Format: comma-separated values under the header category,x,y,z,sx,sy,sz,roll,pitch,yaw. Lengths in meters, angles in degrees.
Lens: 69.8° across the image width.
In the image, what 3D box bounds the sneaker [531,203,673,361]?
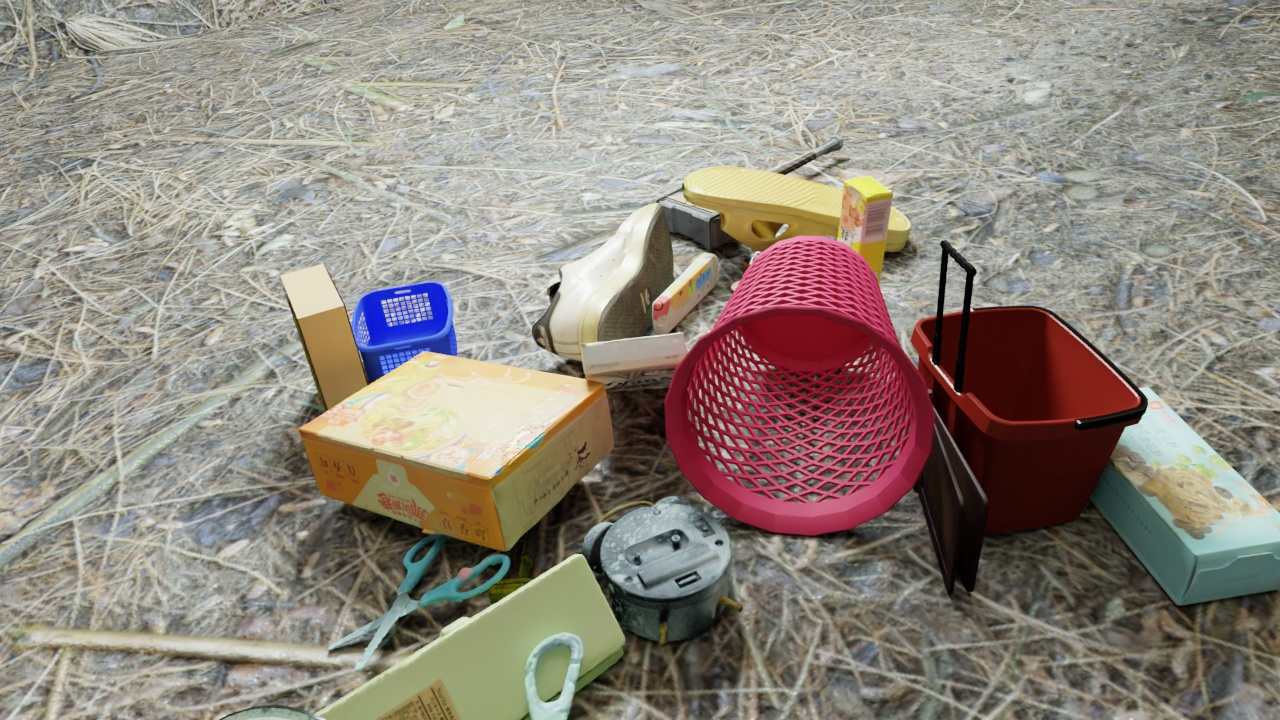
category,x,y,z,sx,sy,sz,roll,pitch,yaw
sneaker,-0.037,-0.077,0.938,0.102,0.089,0.240,-1,36,23

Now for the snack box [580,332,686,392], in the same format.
category,x,y,z,sx,sy,sz,roll,pitch,yaw
snack box,-0.005,0.005,0.773,0.082,0.026,0.150,-7,-8,0

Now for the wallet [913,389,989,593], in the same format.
category,x,y,z,sx,sy,sz,roll,pitch,yaw
wallet,0.210,0.090,0.640,0.018,0.092,0.115,-5,35,1

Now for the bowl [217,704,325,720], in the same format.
category,x,y,z,sx,sy,sz,roll,pitch,yaw
bowl,-0.206,0.249,0.447,0.158,0.038,0.157,-8,61,14

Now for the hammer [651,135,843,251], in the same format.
category,x,y,z,sx,sy,sz,roll,pitch,yaw
hammer,0.160,-0.228,1.157,0.321,0.044,0.098,-32,42,-33

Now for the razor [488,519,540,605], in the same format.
category,x,y,z,sx,sy,sz,roll,pitch,yaw
razor,-0.082,0.137,0.675,0.042,0.026,0.105,-5,30,4

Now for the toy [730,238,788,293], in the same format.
category,x,y,z,sx,sy,sz,roll,pitch,yaw
toy,0.140,-0.082,0.937,0.087,0.067,0.112,13,47,25

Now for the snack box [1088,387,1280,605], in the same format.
category,x,y,z,sx,sy,sz,roll,pitch,yaw
snack box,0.371,0.090,0.654,0.075,0.053,0.174,-7,35,-4

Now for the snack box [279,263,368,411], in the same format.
category,x,y,z,sx,sy,sz,roll,pitch,yaw
snack box,-0.277,-0.008,0.820,0.040,0.126,0.088,-19,37,-20

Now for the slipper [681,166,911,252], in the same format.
category,x,y,z,sx,sy,sz,roll,pitch,yaw
slipper,0.168,-0.154,1.024,0.263,0.079,0.099,10,36,-8

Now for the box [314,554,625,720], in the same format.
category,x,y,z,sx,sy,sz,roll,pitch,yaw
box,-0.098,0.202,0.557,0.187,0.089,0.077,-27,59,-32

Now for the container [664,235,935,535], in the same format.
category,x,y,z,sx,sy,sz,roll,pitch,yaw
container,0.130,-0.003,0.733,0.183,0.183,0.225,3,27,12

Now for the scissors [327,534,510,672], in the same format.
category,x,y,z,sx,sy,sz,roll,pitch,yaw
scissors,-0.159,0.159,0.647,0.136,0.015,0.125,-23,25,-11

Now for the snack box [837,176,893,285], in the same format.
category,x,y,z,sx,sy,sz,roll,pitch,yaw
snack box,0.206,-0.097,0.866,0.029,0.148,0.040,-12,36,-16

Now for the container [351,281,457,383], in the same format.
category,x,y,z,sx,sy,sz,roll,pitch,yaw
container,-0.226,-0.022,0.894,0.096,0.058,0.114,-10,34,-8

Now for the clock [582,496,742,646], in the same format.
category,x,y,z,sx,sy,sz,roll,pitch,yaw
clock,0.012,0.136,0.634,0.090,0.052,0.129,-18,37,-18

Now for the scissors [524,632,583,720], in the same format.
category,x,y,z,sx,sy,sz,roll,pitch,yaw
scissors,-0.051,0.227,0.506,0.171,0.023,0.168,-3,57,-24

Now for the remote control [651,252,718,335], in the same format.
category,x,y,z,sx,sy,sz,roll,pitch,yaw
remote control,0.047,-0.070,0.945,0.018,0.038,0.125,14,38,27

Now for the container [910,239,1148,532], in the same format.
category,x,y,z,sx,sy,sz,roll,pitch,yaw
container,0.266,0.008,0.651,0.127,0.201,0.148,-7,34,-8

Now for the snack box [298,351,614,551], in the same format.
category,x,y,z,sx,sy,sz,roll,pitch,yaw
snack box,-0.141,0.069,0.720,0.195,0.081,0.144,9,31,31
